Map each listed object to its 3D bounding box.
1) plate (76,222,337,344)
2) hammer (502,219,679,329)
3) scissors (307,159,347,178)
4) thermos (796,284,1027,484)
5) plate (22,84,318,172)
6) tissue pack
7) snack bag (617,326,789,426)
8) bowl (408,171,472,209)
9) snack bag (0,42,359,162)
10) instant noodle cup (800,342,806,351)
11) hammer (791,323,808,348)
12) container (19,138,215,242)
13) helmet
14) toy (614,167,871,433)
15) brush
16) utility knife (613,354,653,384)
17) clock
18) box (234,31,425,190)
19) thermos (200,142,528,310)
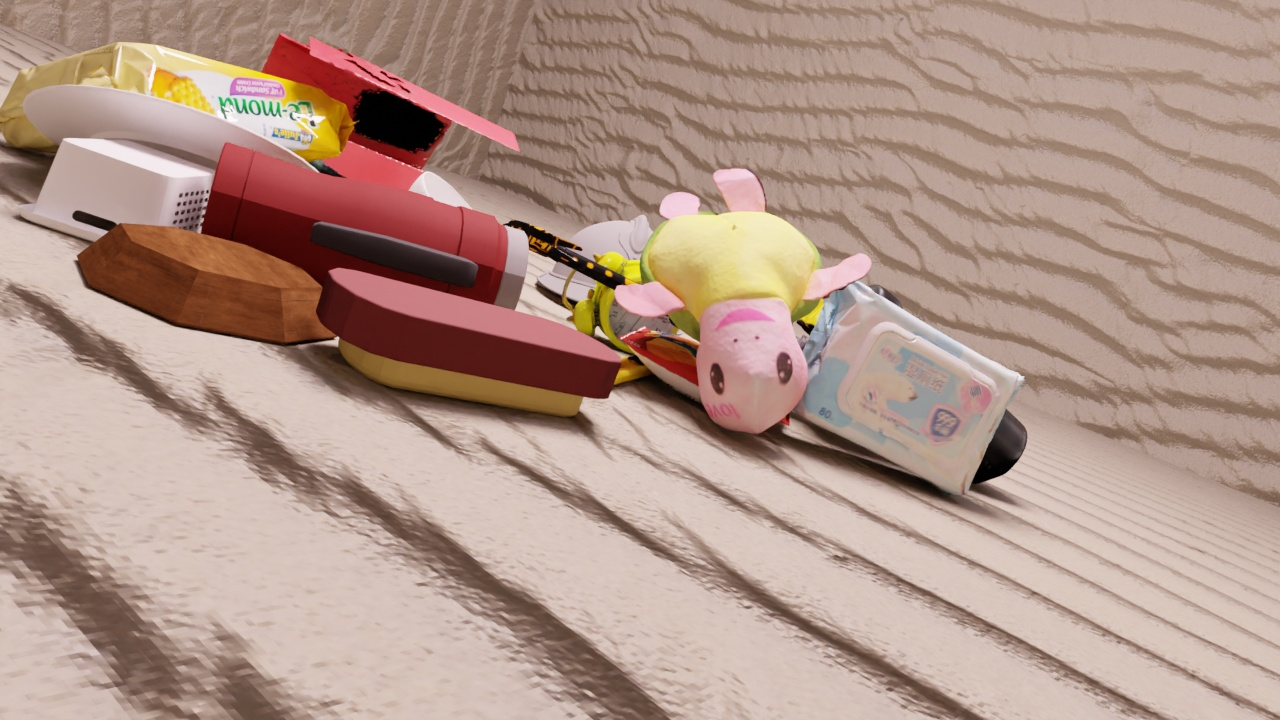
[{"bbox_3d":[-0.228,-0.045,0.496,0.131,0.025,0.131,20,9,-4],"label":"plate"},{"bbox_3d":[0.030,-0.042,0.780,0.320,0.036,0.123,25,0,-24],"label":"hammer"},{"bbox_3d":[-0.372,-0.201,0.952,0.205,0.015,0.202,5,-33,28],"label":"scissors"},{"bbox_3d":[0.238,0.019,0.812,0.221,0.098,0.098,37,6,-12],"label":"thermos"},{"bbox_3d":[-0.337,-0.143,0.679,0.208,0.015,0.209,9,-12,2],"label":"plate"},{"bbox_3d":[0.200,0.021,0.720,0.182,0.112,0.070,27,3,-13],"label":"tissue pack"},{"bbox_3d":[0.055,0.012,0.750,0.144,0.039,0.130,27,9,5],"label":"snack bag"},{"bbox_3d":[-0.180,-0.112,0.844,0.114,0.051,0.114,52,11,-14],"label":"bowl"},{"bbox_3d":[-0.380,-0.206,0.774,0.160,0.068,0.246,-5,2,27],"label":"snack bag"},{"bbox_3d":[0.221,0.006,0.938,0.123,0.123,0.120,24,17,22],"label":"instant noodle cup"},{"bbox_3d":[0.135,-0.026,0.961,0.098,0.052,0.328,21,-1,7],"label":"hammer"},{"bbox_3d":[-0.318,-0.106,0.581,0.080,0.049,0.129,19,9,-12],"label":"container"},{"bbox_3d":[-0.018,-0.115,1.084,0.183,0.118,0.271,19,7,-8],"label":"helmet"},{"bbox_3d":[0.073,-0.056,0.694,0.190,0.088,0.237,-7,53,-6],"label":"toy"},{"bbox_3d":[-0.094,-0.006,0.513,0.173,0.042,0.082,13,12,-39],"label":"brush"},{"bbox_3d":[-0.004,0.004,0.755,0.030,0.019,0.224,31,8,12],"label":"utility knife"},{"bbox_3d":[-0.015,-0.053,0.847,0.119,0.083,0.057,20,15,-15],"label":"clock"},{"bbox_3d":[-0.416,-0.326,1.203,0.214,0.171,0.477,19,34,-31],"label":"box"},{"bbox_3d":[-0.176,-0.076,0.602,0.198,0.084,0.108,14,3,-24],"label":"thermos"}]
